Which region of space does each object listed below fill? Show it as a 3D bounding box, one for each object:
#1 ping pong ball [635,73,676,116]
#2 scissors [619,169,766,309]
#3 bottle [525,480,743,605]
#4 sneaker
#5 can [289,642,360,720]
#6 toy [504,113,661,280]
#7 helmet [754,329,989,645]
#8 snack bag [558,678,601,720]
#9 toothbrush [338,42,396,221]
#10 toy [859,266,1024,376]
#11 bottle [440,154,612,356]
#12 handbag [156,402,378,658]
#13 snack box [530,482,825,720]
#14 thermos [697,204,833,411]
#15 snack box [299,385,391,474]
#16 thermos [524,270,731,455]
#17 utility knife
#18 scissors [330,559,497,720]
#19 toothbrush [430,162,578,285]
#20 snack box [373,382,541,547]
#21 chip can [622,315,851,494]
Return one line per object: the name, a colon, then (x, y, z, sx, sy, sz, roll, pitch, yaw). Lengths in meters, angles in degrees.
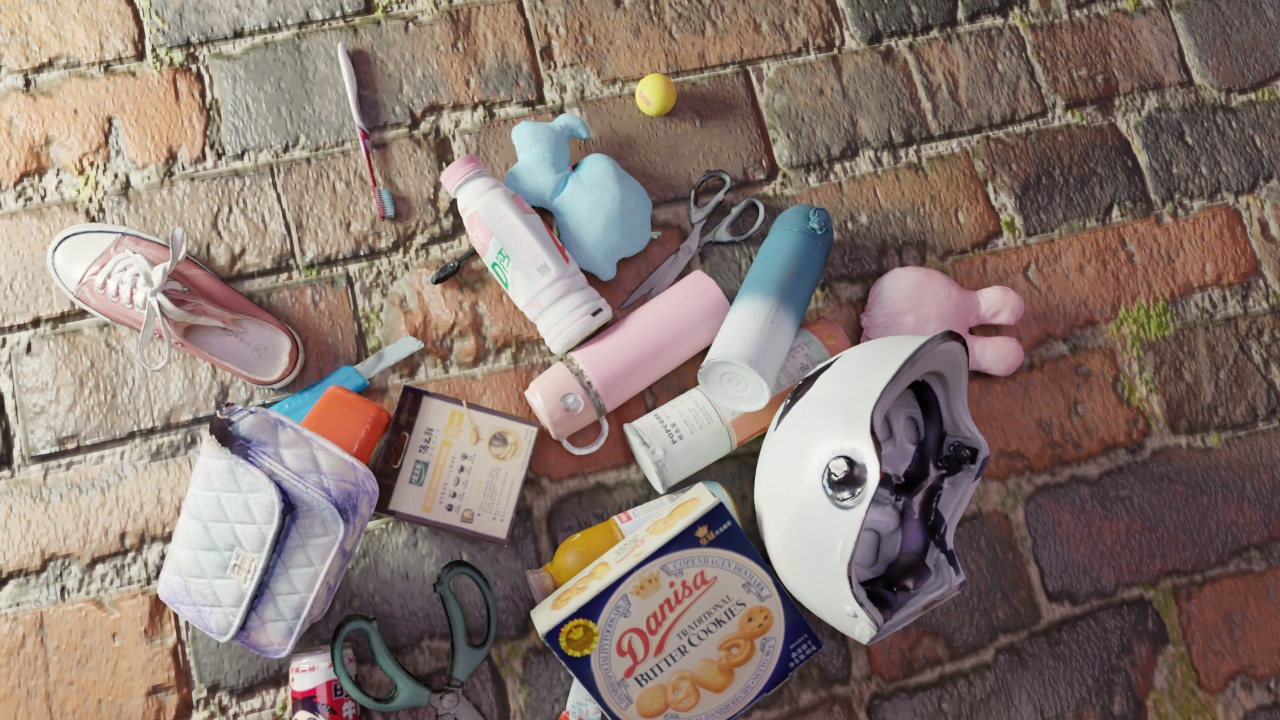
ping pong ball: (0.015, -0.260, 0.901, 0.040, 0.040, 0.040, 1, 79, -6)
scissors: (0.053, -0.105, 0.889, 0.150, 0.014, 0.170, 4, 79, -4)
bottle: (-0.006, 0.166, 0.802, 0.189, 0.068, 0.068, -21, 82, -9)
sneaker: (-0.408, -0.053, 0.795, 0.241, 0.088, 0.118, 30, 78, 0)
can: (-0.258, 0.305, 0.758, 0.053, 0.053, 0.132, -7, 80, -7)
toy: (-0.052, -0.156, 0.869, 0.156, 0.050, 0.161, 10, 75, -9)
helmet: (0.183, 0.097, 0.776, 0.228, 0.146, 0.259, -8, 103, -49)
snack bag: (-0.043, 0.278, 0.798, 0.048, 0.026, 0.104, 13, 77, -10)
toothbrush: (-0.263, -0.221, 0.879, 0.017, 0.016, 0.187, -13, 81, -16)
toy: (0.287, -0.028, 0.875, 0.159, 0.054, 0.121, 4, 86, -4)
bottle: (-0.107, -0.099, 0.835, 0.068, 0.068, 0.197, -37, 90, -11)
handbag: (-0.299, 0.140, 0.725, 0.134, 0.075, 0.194, 31, 117, 2)
snack box: (0.033, 0.226, 0.765, 0.178, 0.046, 0.182, -37, 109, -4)
thermos: (0.119, -0.055, 0.819, 0.070, 0.070, 0.219, 29, 55, 0)
snack box: (-0.253, 0.072, 0.787, 0.082, 0.091, 0.080, 28, 70, 2)
thermos: (-0.005, 0.005, 0.838, 0.198, 0.067, 0.087, -35, 103, -12)
utility knife: (-0.287, 0.034, 0.826, 0.204, 0.018, 0.034, -32, 96, -11)
scissors: (-0.166, 0.249, 0.784, 0.175, 0.019, 0.175, 47, 64, -14)
toothbrush: (-0.125, -0.133, 0.875, 0.189, 0.018, 0.014, -41, 94, -13)
snack box: (-0.162, 0.092, 0.801, 0.125, 0.053, 0.113, 17, 78, -11)
chip can: (0.093, 0.038, 0.835, 0.214, 0.071, 0.071, -29, 83, -10)
